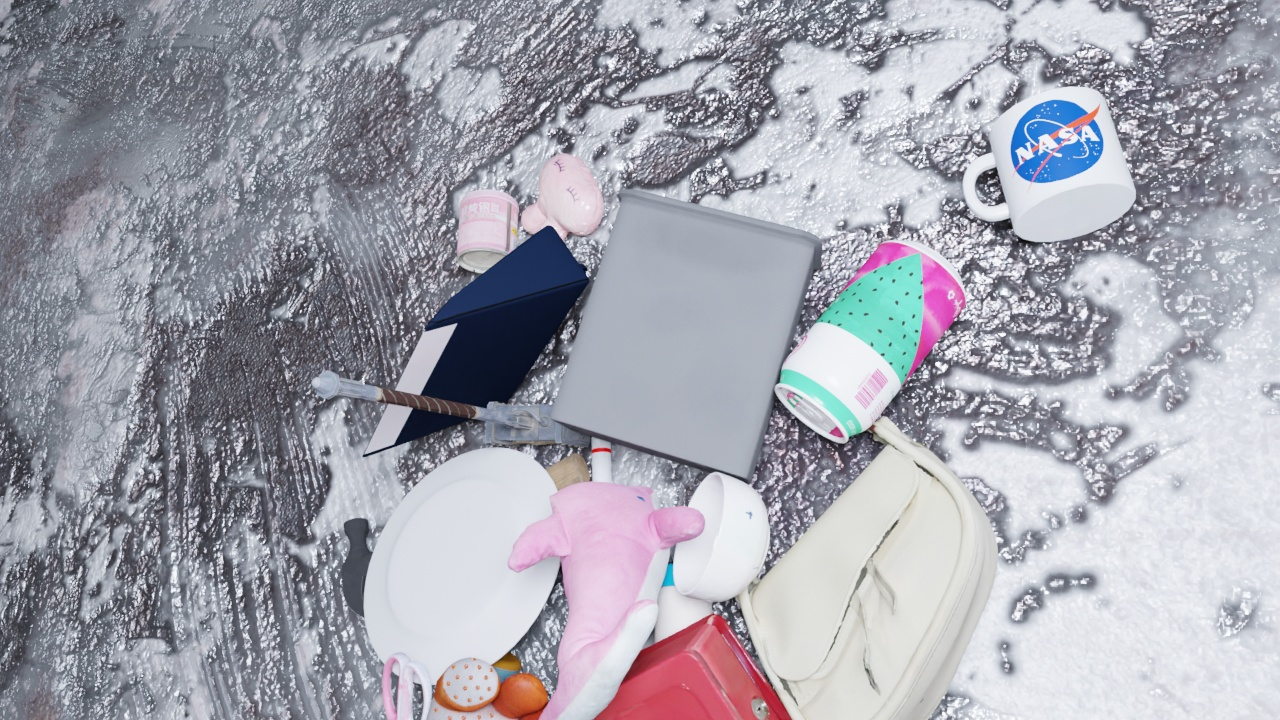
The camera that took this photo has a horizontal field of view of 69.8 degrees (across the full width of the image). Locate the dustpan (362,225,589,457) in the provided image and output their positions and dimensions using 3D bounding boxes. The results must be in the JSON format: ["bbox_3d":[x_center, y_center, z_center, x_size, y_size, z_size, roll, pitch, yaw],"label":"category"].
[{"bbox_3d":[-0.142,-0.034,0.904,0.080,0.272,0.237,57,139,16],"label":"dustpan"}]

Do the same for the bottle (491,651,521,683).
[{"bbox_3d":[-0.172,0.350,0.869,0.068,0.068,0.157,17,82,32],"label":"bottle"}]

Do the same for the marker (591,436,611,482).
[{"bbox_3d":[-0.037,0.132,0.899,0.019,0.019,0.145,-12,68,25],"label":"marker"}]

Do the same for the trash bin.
[{"bbox_3d":[0.043,-0.021,0.837,0.192,0.097,0.219,16,82,13],"label":"trash bin"}]

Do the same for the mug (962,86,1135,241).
[{"bbox_3d":[0.329,-0.154,0.756,0.121,0.091,0.090,-16,66,24],"label":"mug"}]

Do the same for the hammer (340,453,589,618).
[{"bbox_3d":[-0.186,0.178,0.957,0.306,0.040,0.132,-27,59,18],"label":"hammer"}]

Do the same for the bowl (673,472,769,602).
[{"bbox_3d":[0.071,0.150,0.764,0.054,0.105,0.104,18,79,-11],"label":"bowl"}]

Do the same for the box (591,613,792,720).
[{"bbox_3d":[0.049,0.296,0.723,0.129,0.086,0.158,-36,87,26],"label":"box"}]

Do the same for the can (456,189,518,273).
[{"bbox_3d":[-0.173,-0.146,1.041,0.067,0.067,0.076,-9,70,26],"label":"can"}]

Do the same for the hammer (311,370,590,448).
[{"bbox_3d":[-0.166,0.043,0.819,0.099,0.321,0.044,-2,79,28],"label":"hammer"}]

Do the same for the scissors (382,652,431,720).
[{"bbox_3d":[-0.219,0.360,0.851,0.077,0.017,0.174,7,94,42],"label":"scissors"}]

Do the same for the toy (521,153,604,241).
[{"bbox_3d":[-0.089,-0.170,1.017,0.105,0.053,0.108,-48,58,24],"label":"toy"}]

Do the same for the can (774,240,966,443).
[{"bbox_3d":[0.192,-0.017,0.768,0.088,0.088,0.165,34,79,33],"label":"can"}]

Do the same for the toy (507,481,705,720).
[{"bbox_3d":[-0.042,0.174,0.752,0.128,0.265,0.187,32,114,-8],"label":"toy"}]

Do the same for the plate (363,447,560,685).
[{"bbox_3d":[-0.182,0.193,0.903,0.243,0.016,0.242,-17,52,23],"label":"plate"}]

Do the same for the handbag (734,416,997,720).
[{"bbox_3d":[0.172,0.171,0.715,0.229,0.132,0.184,-48,50,4],"label":"handbag"}]

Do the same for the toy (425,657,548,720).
[{"bbox_3d":[-0.106,0.347,0.794,0.172,0.093,0.163,13,83,-5],"label":"toy"}]

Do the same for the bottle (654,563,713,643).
[{"bbox_3d":[0.038,0.225,0.806,0.051,0.051,0.146,-7,70,27],"label":"bottle"}]
